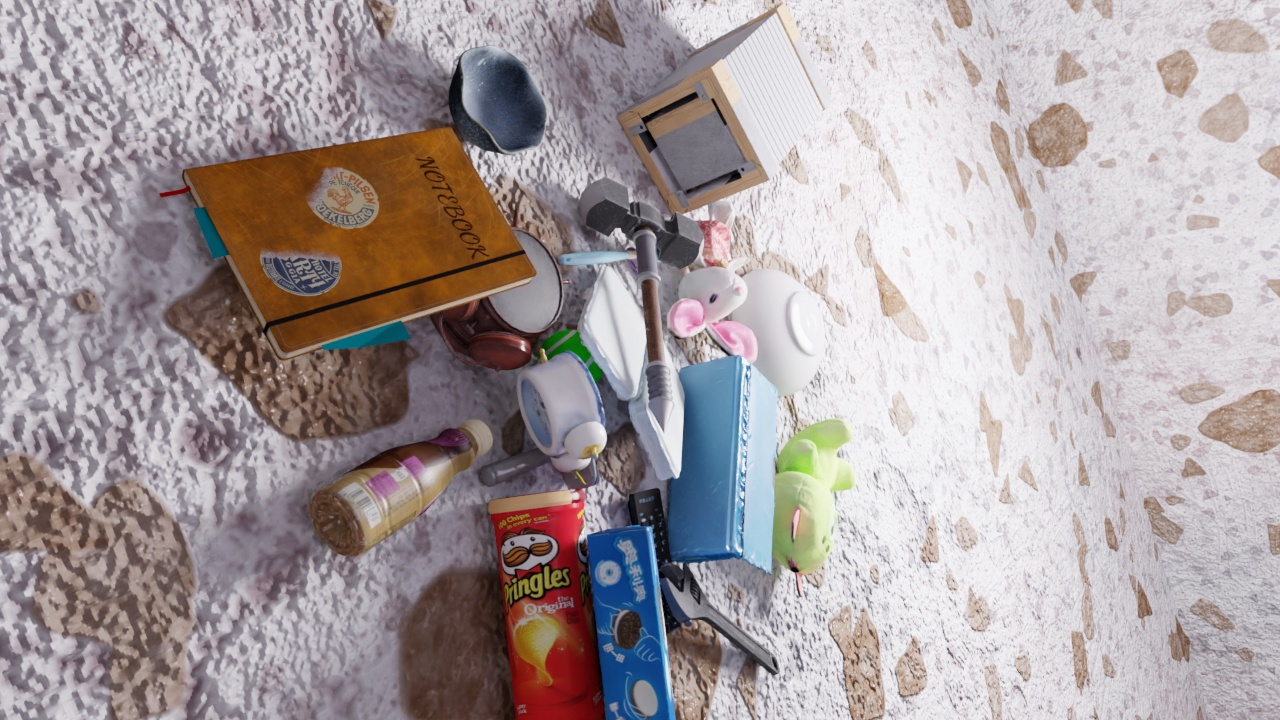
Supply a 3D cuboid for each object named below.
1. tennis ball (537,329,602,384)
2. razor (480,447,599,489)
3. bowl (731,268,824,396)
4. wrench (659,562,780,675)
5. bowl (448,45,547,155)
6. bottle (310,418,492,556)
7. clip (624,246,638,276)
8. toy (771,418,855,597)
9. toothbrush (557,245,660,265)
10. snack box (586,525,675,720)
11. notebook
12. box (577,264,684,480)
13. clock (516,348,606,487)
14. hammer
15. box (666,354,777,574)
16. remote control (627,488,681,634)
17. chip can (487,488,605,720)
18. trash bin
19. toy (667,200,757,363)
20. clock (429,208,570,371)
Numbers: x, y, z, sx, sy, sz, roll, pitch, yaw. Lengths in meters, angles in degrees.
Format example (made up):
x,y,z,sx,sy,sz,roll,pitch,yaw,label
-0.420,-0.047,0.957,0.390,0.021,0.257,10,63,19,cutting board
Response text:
x,y,z,sx,sy,sz,roll,pitch,yaw,label
-0.069,0.002,0.901,0.065,0.066,0.065,19,64,-45,tennis ball
-0.099,0.092,0.861,0.116,0.047,0.088,-18,92,-43,razor
0.198,-0.043,1.230,0.176,0.066,0.176,19,64,-45,bowl
0.093,0.293,1.010,0.273,0.018,0.073,47,24,-41,wrench
-0.148,-0.246,0.895,0.110,0.055,0.110,20,63,-46,bowl
-0.184,0.093,0.741,0.165,0.060,0.059,-34,104,-50,bottle
0.002,-0.111,1.064,0.043,0.014,0.051,-31,105,-49,clip
0.203,0.173,1.150,0.196,0.107,0.150,-49,139,-36,toy
-0.029,-0.115,1.012,0.154,0.016,0.022,-10,105,-43,toothbrush
-0.002,0.268,0.817,0.195,0.056,0.238,82,2,-80,snack box
-0.214,-0.095,0.727,0.248,0.014,0.178,-23,78,-40,notebook
-0.001,0.005,0.942,0.191,0.045,0.209,61,14,-16,box
-0.065,0.053,0.814,0.051,0.089,0.125,-19,75,-25,clock
0.011,-0.054,0.924,0.156,0.043,0.321,22,40,-25,hammer
0.101,0.122,1.045,0.111,0.094,0.231,31,55,-43,box
0.012,0.212,0.967,0.047,0.022,0.150,-3,83,-51,remote control
-0.080,0.223,0.803,0.086,0.087,0.213,2,78,-49,chip can
0.113,-0.317,1.156,0.142,0.143,0.246,58,42,-20,trash bin
0.087,-0.097,1.104,0.159,0.084,0.194,25,61,-40,toy
-0.136,-0.056,0.835,0.120,0.072,0.157,54,43,-23,clock
